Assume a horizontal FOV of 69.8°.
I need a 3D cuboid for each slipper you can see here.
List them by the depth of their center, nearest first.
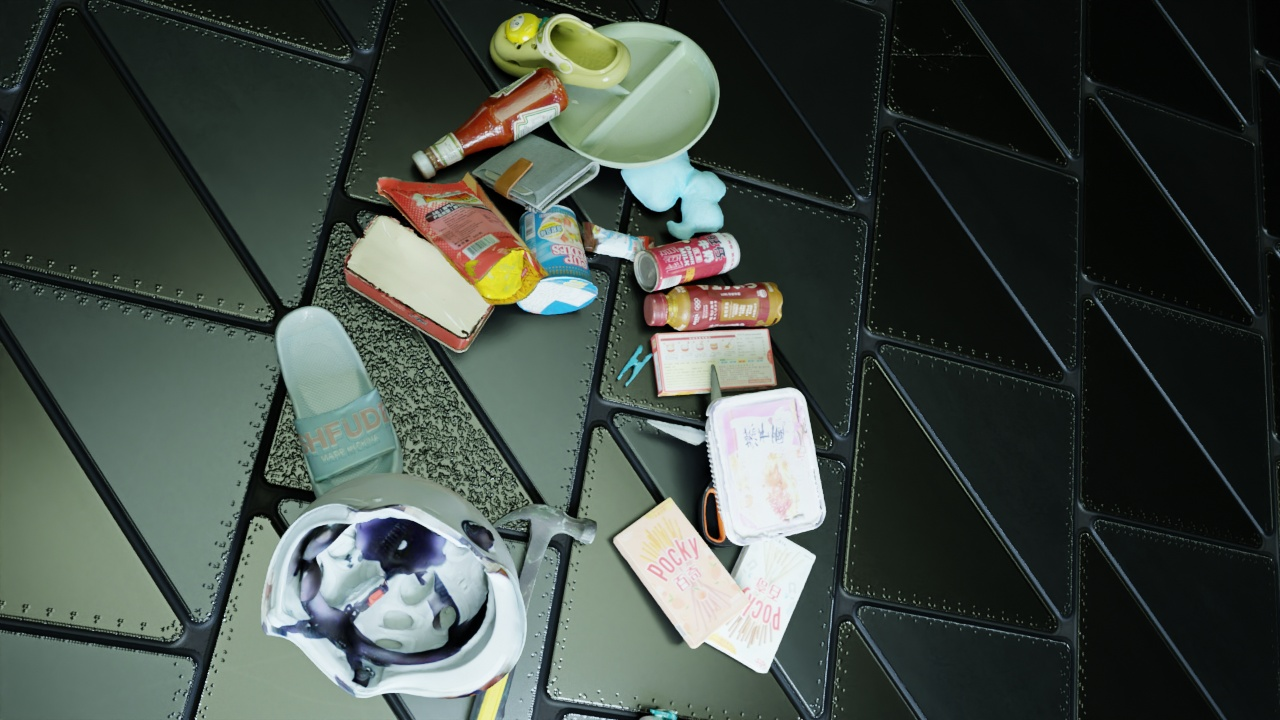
[{"bbox_3d":[-0.334,0.049,1.010,0.104,0.074,0.245,-19,81,-21],"label":"slipper"},{"bbox_3d":[-0.104,-0.407,1.170,0.190,0.082,0.091,17,66,12],"label":"slipper"}]

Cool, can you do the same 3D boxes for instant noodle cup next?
[{"bbox_3d":[0.140,0.127,1.106,0.137,0.060,0.173,-8,84,-24],"label":"instant noodle cup"},{"bbox_3d":[-0.108,-0.126,1.115,0.099,0.099,0.109,-2,69,-17],"label":"instant noodle cup"}]

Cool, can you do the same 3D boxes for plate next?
[{"bbox_3d":[-0.012,-0.346,1.200,0.230,0.027,0.229,-1,69,1],"label":"plate"}]

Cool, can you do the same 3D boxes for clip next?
[{"bbox_3d":[-0.008,0.006,1.149,0.046,0.014,0.056,38,68,-6],"label":"clip"}]

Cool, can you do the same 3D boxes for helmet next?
[{"bbox_3d":[-0.239,0.217,0.942,0.258,0.145,0.229,31,109,-18],"label":"helmet"}]

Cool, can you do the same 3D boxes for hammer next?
[{"bbox_3d":[-0.150,0.316,1.017,0.126,0.032,0.322,19,72,-11],"label":"hammer"}]

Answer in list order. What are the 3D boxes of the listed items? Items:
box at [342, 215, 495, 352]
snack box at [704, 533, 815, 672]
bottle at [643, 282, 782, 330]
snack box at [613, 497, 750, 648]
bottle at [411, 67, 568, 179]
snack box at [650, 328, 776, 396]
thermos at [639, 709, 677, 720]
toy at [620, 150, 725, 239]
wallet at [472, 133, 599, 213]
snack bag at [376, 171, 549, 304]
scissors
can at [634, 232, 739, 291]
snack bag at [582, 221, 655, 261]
[{"bbox_3d":[-0.253,-0.093,1.068,0.168,0.078,0.091,32,70,-7],"label":"box"},{"bbox_3d":[0.145,0.287,1.114,0.084,0.027,0.156,31,69,-7],"label":"snack box"},{"bbox_3d":[0.092,-0.069,1.174,0.174,0.058,0.057,-4,77,-17],"label":"bottle"},{"bbox_3d":[0.047,0.248,1.079,0.084,0.026,0.157,-34,77,-19],"label":"snack box"},{"bbox_3d":[-0.188,-0.291,1.140,0.206,0.060,0.060,-33,87,-9],"label":"bottle"},{"bbox_3d":[0.094,0.002,1.173,0.155,0.027,0.077,-3,77,-17],"label":"snack box"},{"bbox_3d":[0.100,0.453,1.036,0.224,0.073,0.073,19,71,-11],"label":"thermos"},{"bbox_3d":[0.038,-0.238,1.206,0.156,0.050,0.161,9,75,-11],"label":"toy"},{"bbox_3d":[-0.132,-0.233,1.124,0.106,0.037,0.130,-40,50,-24],"label":"wallet"},{"bbox_3d":[-0.203,-0.153,1.062,0.128,0.073,0.208,-15,50,-40],"label":"snack bag"},{"bbox_3d":[0.107,0.122,1.138,0.230,0.022,0.220,17,75,-19],"label":"scissors"},{"bbox_3d":[0.061,-0.127,1.173,0.132,0.053,0.053,-17,81,-29],"label":"can"},{"bbox_3d":[-0.027,-0.148,1.168,0.104,0.026,0.048,12,60,-33],"label":"snack bag"}]
